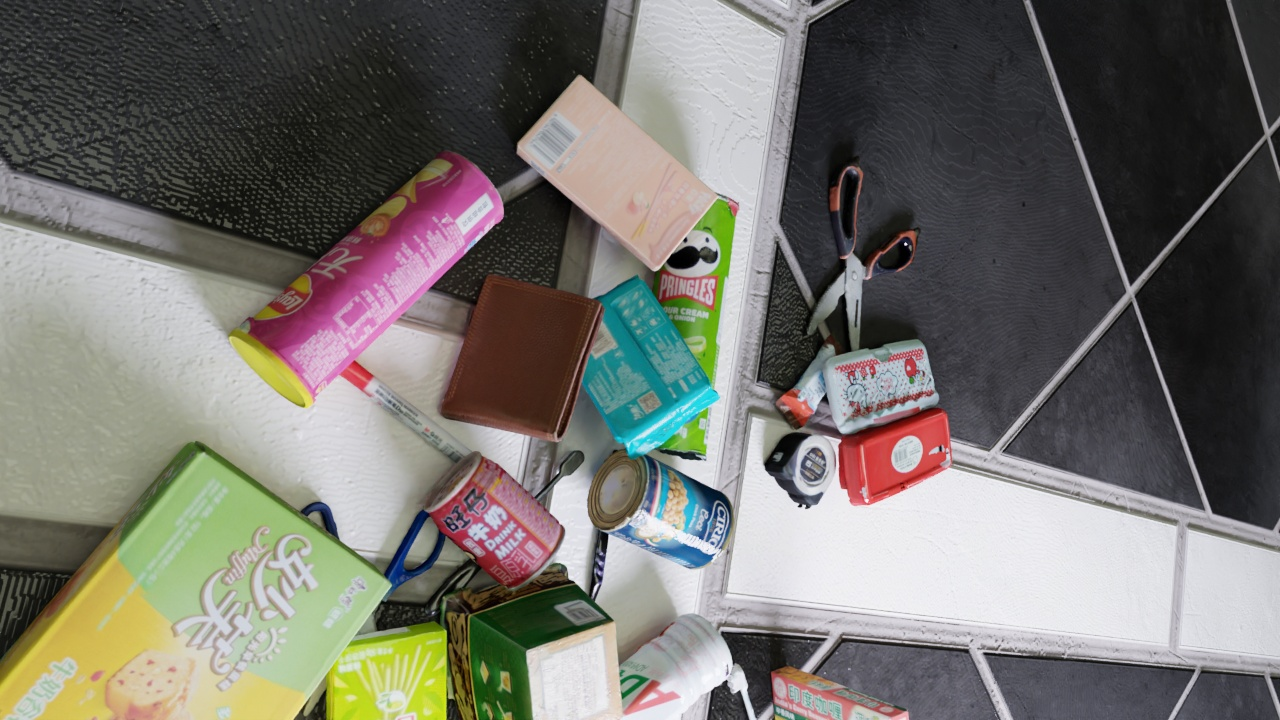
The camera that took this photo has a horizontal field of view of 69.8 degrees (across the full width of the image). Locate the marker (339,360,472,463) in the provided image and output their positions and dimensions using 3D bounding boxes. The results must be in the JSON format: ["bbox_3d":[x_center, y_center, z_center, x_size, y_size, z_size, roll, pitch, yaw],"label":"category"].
[{"bbox_3d":[-0.175,0.045,0.707,0.145,0.017,0.017,43,66,-25],"label":"marker"}]

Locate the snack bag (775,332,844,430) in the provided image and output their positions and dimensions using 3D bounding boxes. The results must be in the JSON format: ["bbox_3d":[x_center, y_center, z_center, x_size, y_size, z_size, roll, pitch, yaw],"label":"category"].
[{"bbox_3d":[0.179,0.021,0.944,0.104,0.026,0.048,-52,122,-25],"label":"snack bag"}]

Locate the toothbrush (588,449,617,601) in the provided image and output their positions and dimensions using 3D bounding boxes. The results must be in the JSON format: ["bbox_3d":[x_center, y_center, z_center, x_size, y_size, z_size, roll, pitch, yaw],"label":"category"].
[{"bbox_3d":[-0.034,0.171,0.799,0.014,0.017,0.189,17,77,-38],"label":"toothbrush"}]

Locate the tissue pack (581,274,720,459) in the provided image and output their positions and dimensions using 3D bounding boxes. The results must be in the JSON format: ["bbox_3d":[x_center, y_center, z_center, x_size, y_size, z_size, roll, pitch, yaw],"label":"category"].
[{"bbox_3d":[-0.005,0.004,0.762,0.093,0.050,0.133,-32,77,-4],"label":"tissue pack"}]

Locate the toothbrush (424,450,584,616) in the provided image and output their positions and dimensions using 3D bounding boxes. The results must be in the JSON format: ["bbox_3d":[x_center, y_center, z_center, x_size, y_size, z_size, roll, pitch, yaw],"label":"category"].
[{"bbox_3d":[-0.110,0.138,0.750,0.180,0.018,0.015,-46,114,-24],"label":"toothbrush"}]

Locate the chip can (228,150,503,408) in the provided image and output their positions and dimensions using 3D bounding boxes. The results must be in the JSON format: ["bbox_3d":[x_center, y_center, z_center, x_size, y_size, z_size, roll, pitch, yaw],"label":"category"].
[{"bbox_3d":[-0.192,-0.063,0.668,0.071,0.072,0.210,51,62,-21],"label":"chip can"}]

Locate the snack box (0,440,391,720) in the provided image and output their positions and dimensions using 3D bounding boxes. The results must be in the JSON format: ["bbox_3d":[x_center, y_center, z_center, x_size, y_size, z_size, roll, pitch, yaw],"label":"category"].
[{"bbox_3d":[-0.289,0.180,0.584,0.157,0.070,0.209,44,70,-24],"label":"snack box"}]

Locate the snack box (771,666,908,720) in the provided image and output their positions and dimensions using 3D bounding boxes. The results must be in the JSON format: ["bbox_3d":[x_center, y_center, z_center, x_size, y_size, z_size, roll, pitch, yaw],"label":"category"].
[{"bbox_3d":[0.185,0.344,0.855,0.027,0.156,0.077,-6,91,-33],"label":"snack box"}]

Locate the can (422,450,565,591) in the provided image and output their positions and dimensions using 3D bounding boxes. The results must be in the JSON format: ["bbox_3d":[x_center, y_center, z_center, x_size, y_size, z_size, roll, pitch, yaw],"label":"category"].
[{"bbox_3d":[-0.112,0.122,0.704,0.094,0.067,0.066,46,64,-15],"label":"can"}]

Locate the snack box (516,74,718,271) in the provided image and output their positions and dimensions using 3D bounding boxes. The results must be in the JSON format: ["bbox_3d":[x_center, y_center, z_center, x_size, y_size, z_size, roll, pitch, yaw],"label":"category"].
[{"bbox_3d":[-0.019,-0.157,0.776,0.157,0.026,0.084,41,81,-6],"label":"snack box"}]

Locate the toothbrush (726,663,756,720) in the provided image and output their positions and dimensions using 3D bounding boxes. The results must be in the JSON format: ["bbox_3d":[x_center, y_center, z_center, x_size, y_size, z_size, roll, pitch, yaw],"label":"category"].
[{"bbox_3d":[0.115,0.378,0.892,0.016,0.016,0.180,-22,100,-25],"label":"toothbrush"}]

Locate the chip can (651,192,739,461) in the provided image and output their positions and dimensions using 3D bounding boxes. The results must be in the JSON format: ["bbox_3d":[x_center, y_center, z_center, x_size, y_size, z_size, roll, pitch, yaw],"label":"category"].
[{"bbox_3d":[0.041,-0.031,0.825,0.072,0.072,0.236,12,81,-33],"label":"chip can"}]

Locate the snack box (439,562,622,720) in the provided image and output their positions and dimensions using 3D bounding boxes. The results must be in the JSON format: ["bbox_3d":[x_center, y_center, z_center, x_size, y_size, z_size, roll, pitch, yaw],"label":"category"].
[{"bbox_3d":[-0.075,0.232,0.708,0.118,0.106,0.117,-9,97,-36],"label":"snack box"}]

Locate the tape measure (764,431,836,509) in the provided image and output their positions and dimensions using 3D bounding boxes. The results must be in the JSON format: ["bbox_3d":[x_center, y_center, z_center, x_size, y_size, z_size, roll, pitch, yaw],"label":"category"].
[{"bbox_3d":[0.165,0.105,0.927,0.065,0.034,0.066,-50,116,-23],"label":"tape measure"}]

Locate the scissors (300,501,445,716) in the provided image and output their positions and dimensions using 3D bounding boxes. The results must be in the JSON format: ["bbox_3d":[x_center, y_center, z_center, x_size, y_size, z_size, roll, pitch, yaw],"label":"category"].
[{"bbox_3d":[-0.205,0.175,0.685,0.173,0.012,0.162,-43,112,-27],"label":"scissors"}]

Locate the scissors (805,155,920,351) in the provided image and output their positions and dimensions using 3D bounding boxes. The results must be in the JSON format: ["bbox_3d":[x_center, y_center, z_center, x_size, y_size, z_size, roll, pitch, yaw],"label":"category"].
[{"bbox_3d":[0.235,-0.112,0.994,0.224,0.015,0.189,-38,109,-30],"label":"scissors"}]

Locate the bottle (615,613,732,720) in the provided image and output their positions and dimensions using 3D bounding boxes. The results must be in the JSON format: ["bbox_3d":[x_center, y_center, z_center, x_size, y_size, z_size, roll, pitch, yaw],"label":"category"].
[{"bbox_3d":[-0.012,0.295,0.779,0.196,0.068,0.068,-29,104,-29],"label":"bottle"}]

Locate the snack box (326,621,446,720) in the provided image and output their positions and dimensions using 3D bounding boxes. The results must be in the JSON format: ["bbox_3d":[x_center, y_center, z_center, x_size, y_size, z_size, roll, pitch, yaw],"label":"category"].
[{"bbox_3d":[-0.187,0.279,0.677,0.085,0.026,0.156,0,93,-34],"label":"snack box"}]

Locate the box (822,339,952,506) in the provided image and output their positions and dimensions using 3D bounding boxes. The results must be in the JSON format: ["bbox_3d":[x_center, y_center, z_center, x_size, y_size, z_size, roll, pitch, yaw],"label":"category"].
[{"bbox_3d":[0.268,0.061,0.980,0.200,0.039,0.158,-11,95,-45],"label":"box"}]

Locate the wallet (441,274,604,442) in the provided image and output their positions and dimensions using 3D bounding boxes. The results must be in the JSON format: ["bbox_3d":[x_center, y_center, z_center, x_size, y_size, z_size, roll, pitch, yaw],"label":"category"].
[{"bbox_3d":[-0.093,-0.002,0.728,0.101,0.032,0.124,14,75,11],"label":"wallet"}]

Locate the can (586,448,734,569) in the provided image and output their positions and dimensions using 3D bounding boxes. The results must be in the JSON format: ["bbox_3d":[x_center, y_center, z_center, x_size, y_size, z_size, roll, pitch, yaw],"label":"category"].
[{"bbox_3d":[0.017,0.129,0.793,0.111,0.075,0.075,31,71,-35],"label":"can"}]
